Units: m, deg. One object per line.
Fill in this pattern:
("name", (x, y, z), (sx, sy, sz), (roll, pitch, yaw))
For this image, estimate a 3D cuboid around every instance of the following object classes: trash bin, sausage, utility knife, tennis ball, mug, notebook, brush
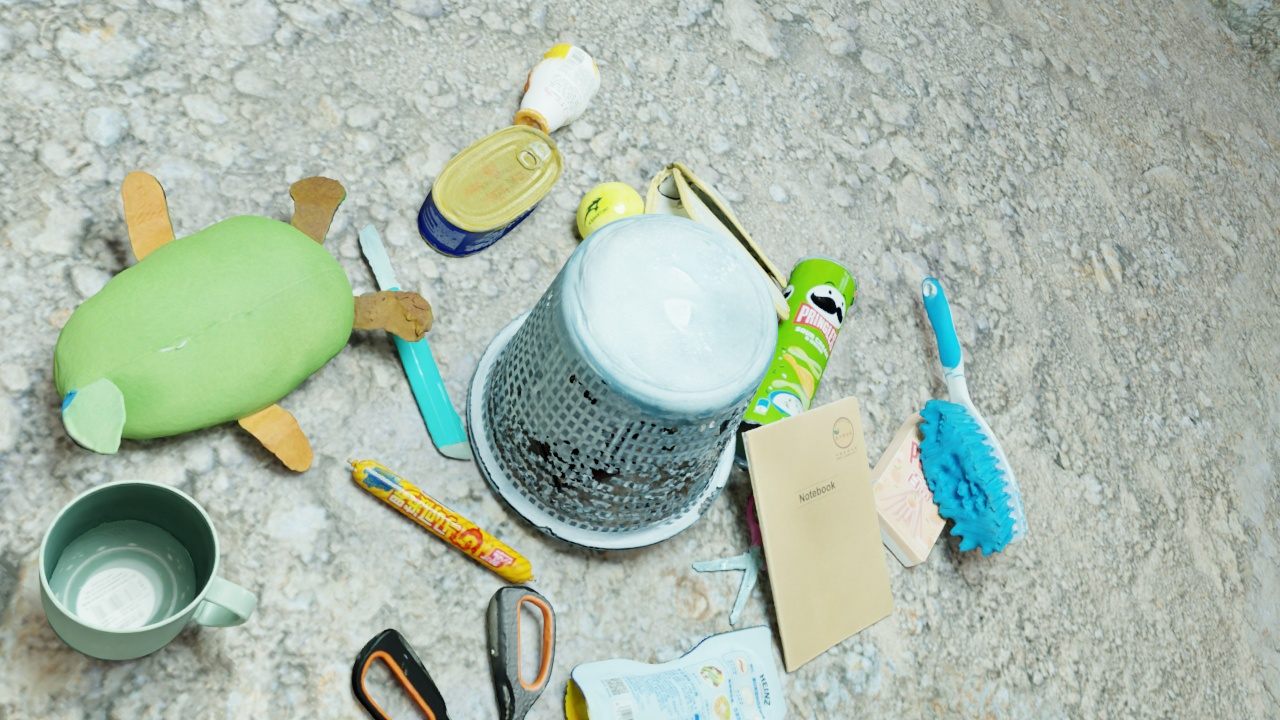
("trash bin", (-0.004, 0.004, 0.677), (0.226, 0.196, 0.226), (7, 62, -13))
("sausage", (-0.144, 0.118, 0.671), (0.165, 0.022, 0.021), (35, 52, -11))
("utility knife", (-0.180, -0.015, 0.724), (0.029, 0.013, 0.209), (-16, 77, -37))
("tennis ball", (-0.026, -0.132, 0.848), (0.065, 0.066, 0.065), (15, 59, -26))
("mug", (-0.279, 0.128, 0.525), (0.111, 0.107, 0.082), (25, 54, -19))
("notebook", (0.161, 0.147, 0.808), (0.147, 0.008, 0.207), (-14, 95, -38))
("brush", (0.325, 0.046, 0.953), (0.109, 0.061, 0.314), (2, 63, -39))

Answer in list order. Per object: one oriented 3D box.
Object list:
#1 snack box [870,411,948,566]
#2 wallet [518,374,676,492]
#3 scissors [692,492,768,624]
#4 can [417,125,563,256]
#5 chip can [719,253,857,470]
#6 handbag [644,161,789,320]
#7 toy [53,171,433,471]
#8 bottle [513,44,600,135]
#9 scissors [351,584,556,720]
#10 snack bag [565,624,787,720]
("snack box", (0.279, 0.126, 0.930), (0.084, 0.026, 0.156), (48, 51, -2))
("wallet", (-0.035, 0.052, 0.777), (0.122, 0.020, 0.096), (-12, 68, -35))
("scissors", (0.102, 0.168, 0.805), (0.133, 0.017, 0.128), (2, 67, -27))
("can", (-0.130, -0.149, 0.803), (0.074, 0.049, 0.147), (45, 51, -4))
("chip can", (0.146, -0.002, 0.885), (0.072, 0.072, 0.235), (37, 52, -10))
("handbag", (0.076, -0.123, 0.881), (0.163, 0.063, 0.178), (44, 29, -31))
("toy", (-0.276, -0.028, 0.623), (0.246, 0.090, 0.227), (-34, 97, -36))
("bottle", (-0.083, -0.254, 0.879), (0.063, 0.063, 0.108), (35, 52, -12))
("scissors", (-0.108, 0.261, 0.623), (0.222, 0.022, 0.220), (25, 60, -17))
("snack bag", (0.037, 0.270, 0.695), (0.190, 0.039, 0.110), (1, 60, -34))
